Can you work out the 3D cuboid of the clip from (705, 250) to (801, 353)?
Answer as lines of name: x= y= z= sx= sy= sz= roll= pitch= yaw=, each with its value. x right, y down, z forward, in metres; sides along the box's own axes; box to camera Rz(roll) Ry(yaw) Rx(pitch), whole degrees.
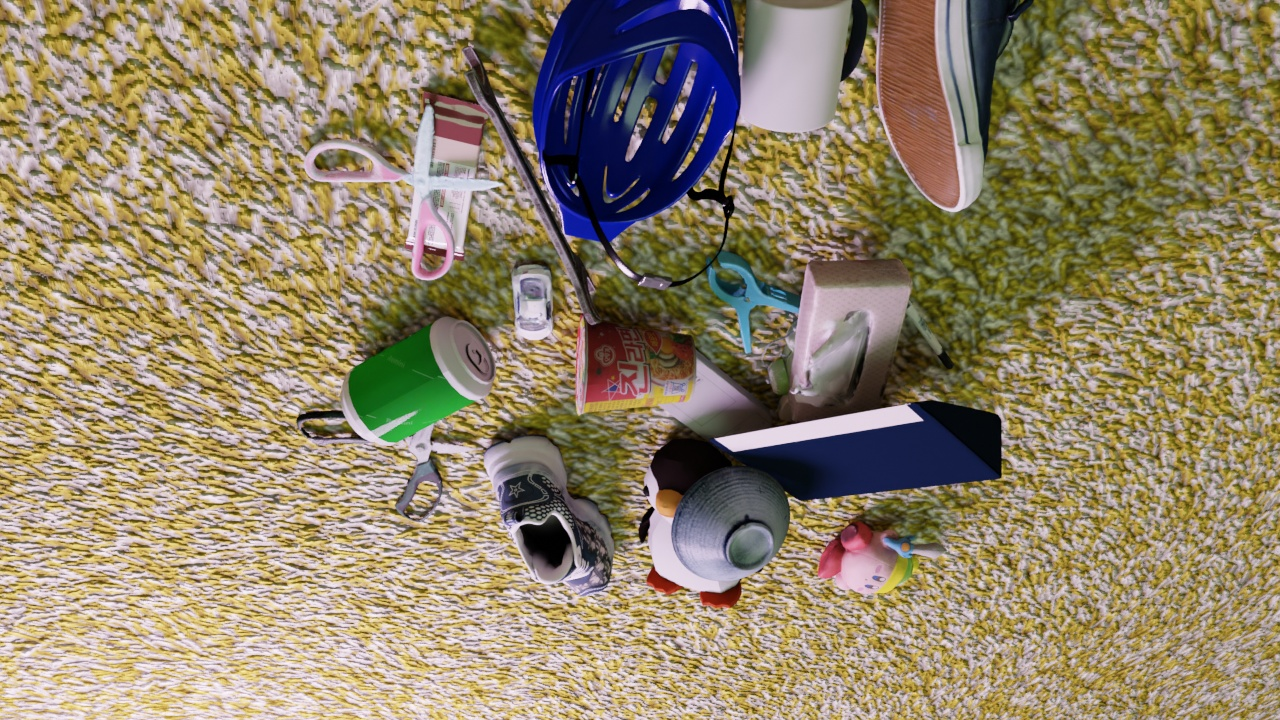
clip: x=0.100 y=-0.061 z=0.910 sx=0.097 sy=0.026 sz=0.116 roll=-36 pitch=125 yaw=20

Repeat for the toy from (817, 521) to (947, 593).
toy: x=0.312 y=0.252 z=1.179 sx=0.131 sy=0.096 sz=0.124 roll=29 pitch=118 yaw=-5

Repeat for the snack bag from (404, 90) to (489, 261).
snack bag: x=-0.171 y=-0.157 z=0.806 sx=0.057 sy=0.013 sz=0.158 roll=12 pitch=129 yaw=-8

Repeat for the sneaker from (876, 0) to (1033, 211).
sneaker: x=0.266 y=-0.258 z=0.720 sx=0.127 sy=0.120 sz=0.295 roll=-26 pitch=130 yaw=-13

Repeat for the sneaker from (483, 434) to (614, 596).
sneaker: x=-0.099 y=0.214 z=1.056 sx=0.103 sy=0.132 sz=0.270 roll=-18 pitch=131 yaw=7

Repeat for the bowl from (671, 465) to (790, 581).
bowl: x=0.106 y=0.184 z=0.966 sx=0.137 sy=0.057 sz=0.137 roll=-5 pitch=108 yaw=-15

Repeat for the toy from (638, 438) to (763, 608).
toy: x=0.068 y=0.164 z=1.055 sx=0.159 sy=0.139 sz=0.184 roll=8 pitch=128 yaw=31

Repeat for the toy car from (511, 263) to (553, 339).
toy car: x=-0.104 y=-0.054 z=0.893 sx=0.038 sy=0.027 sz=0.090 roll=-3 pitch=131 yaw=-6

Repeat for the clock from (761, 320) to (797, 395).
clock: x=0.185 y=0.002 z=0.960 sx=0.119 sy=0.042 sz=0.095 roll=12 pitch=128 yaw=-16

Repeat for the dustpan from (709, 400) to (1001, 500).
dustpan: x=0.251 y=0.088 z=0.966 sx=0.237 sy=0.080 sz=0.273 roll=-15 pitch=142 yaw=42

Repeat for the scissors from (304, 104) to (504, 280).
scissors: x=-0.207 y=-0.147 z=0.798 sx=0.177 sy=0.013 sz=0.171 roll=13 pitch=129 yaw=-5

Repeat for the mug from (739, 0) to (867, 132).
mug: x=0.134 y=-0.247 z=0.726 sx=0.111 sy=0.078 sz=0.097 roll=-23 pitch=136 yaw=-24

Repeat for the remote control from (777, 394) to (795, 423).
remote control: x=0.214 y=0.061 z=1.031 sx=0.125 sy=0.018 sz=0.038 roll=12 pitch=129 yaw=-17

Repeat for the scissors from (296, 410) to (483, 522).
scissors: x=-0.286 y=0.108 z=1.025 sx=0.205 sy=0.015 sz=0.202 roll=15 pitch=128 yaw=-16

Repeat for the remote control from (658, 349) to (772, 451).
remote control: x=0.077 y=0.046 z=1.003 sx=0.074 sy=0.019 sz=0.151 roll=-38 pitch=123 yaw=24

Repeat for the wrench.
wrench: x=-0.089 y=-0.142 z=0.795 sx=0.010 sy=0.070 sz=0.273 roll=-19 pitch=128 yaw=9

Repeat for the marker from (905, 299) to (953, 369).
marker: x=0.293 y=-0.037 z=0.959 sx=0.011 sy=0.011 sz=0.152 roll=-32 pitch=127 yaw=20

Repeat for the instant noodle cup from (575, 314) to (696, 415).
instant noodle cup: x=-0.005 y=0.005 z=0.906 sx=0.112 sy=0.100 sz=0.101 roll=1 pitch=131 yaw=-7

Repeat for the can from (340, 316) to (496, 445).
can: x=-0.219 y=0.021 z=0.907 sx=0.140 sy=0.087 sz=0.088 roll=-27 pitch=128 yaw=17

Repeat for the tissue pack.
tissue pack: x=0.194 y=-0.008 z=0.884 sx=0.104 sy=0.071 sz=0.182 roll=-2 pitch=135 yaw=-5

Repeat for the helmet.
helmet: x=0.007 y=-0.170 z=0.673 sx=0.147 sy=0.227 sz=0.242 roll=8 pitch=131 yaw=-25
